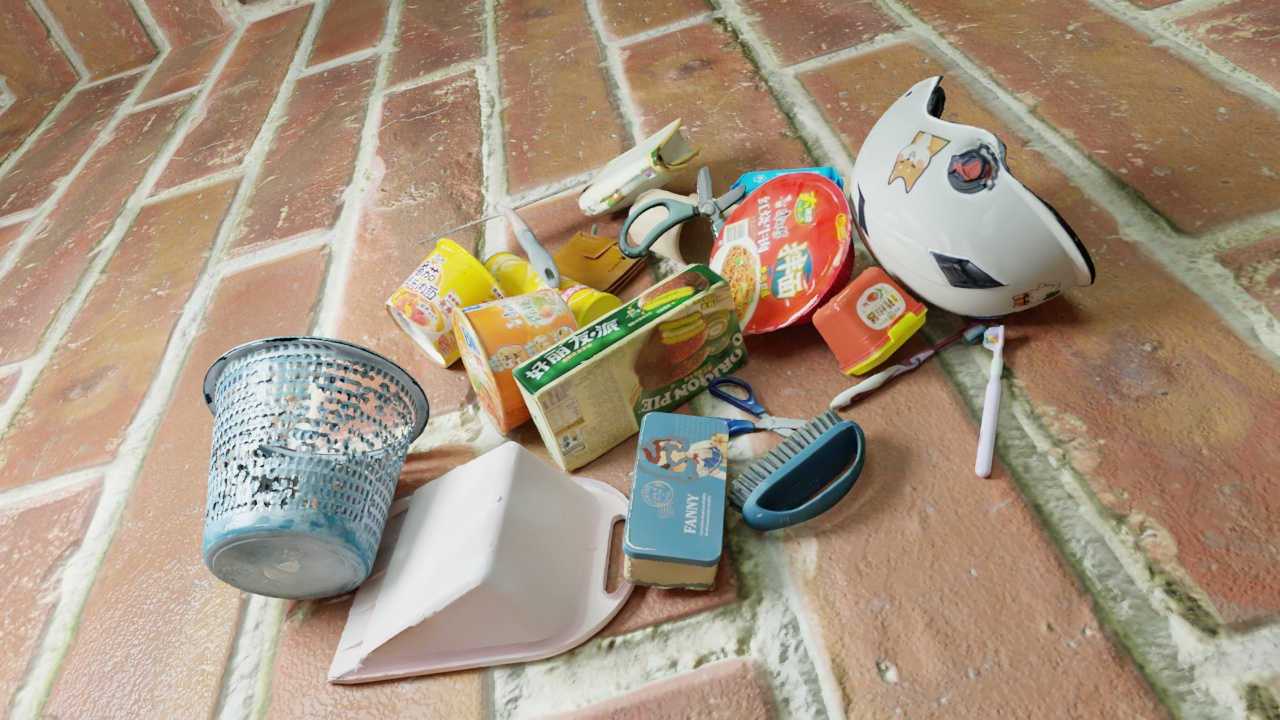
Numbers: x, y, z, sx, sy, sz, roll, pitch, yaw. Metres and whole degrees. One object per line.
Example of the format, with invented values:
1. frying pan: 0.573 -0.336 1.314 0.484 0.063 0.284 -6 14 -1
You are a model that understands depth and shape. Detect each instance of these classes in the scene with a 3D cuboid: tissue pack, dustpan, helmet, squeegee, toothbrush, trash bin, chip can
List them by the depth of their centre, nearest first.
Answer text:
1. toothbrush: 0.330 0.036 0.866 0.021 0.029 0.188 28 49 -4
2. dustpan: -0.140 0.202 0.871 0.274 0.139 0.222 -32 32 31
3. trash bin: -0.331 0.119 0.907 0.227 0.227 0.194 -11 52 10
4. toothbrush: 0.272 0.007 0.927 0.187 0.016 0.017 -27 49 -11
5. helmet: 0.313 -0.142 0.943 0.157 0.230 0.273 -36 57 15
6. tissue pack: 0.185 -0.185 1.129 0.140 0.090 0.063 2 44 25
7. chip can: -0.114 -0.075 1.139 0.071 0.072 0.213 -41 43 -25
8. squeegee: -0.147 -0.158 1.167 0.247 0.040 0.249 -22 37 -11

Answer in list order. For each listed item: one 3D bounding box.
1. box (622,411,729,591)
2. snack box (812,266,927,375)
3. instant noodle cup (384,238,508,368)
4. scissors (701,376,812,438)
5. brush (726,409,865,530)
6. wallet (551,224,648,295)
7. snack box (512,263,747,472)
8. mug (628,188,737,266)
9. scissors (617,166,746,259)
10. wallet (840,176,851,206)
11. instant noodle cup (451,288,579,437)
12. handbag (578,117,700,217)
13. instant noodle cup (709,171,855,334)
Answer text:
1. box: 0.033 0.129 0.830 0.090 0.059 0.183 4 40 2
2. snack box: 0.230 -0.041 0.937 0.091 0.082 0.080 -39 86 -24
3. instant noodle cup: -0.240 -0.065 1.136 0.138 0.138 0.109 27 65 42
4. scissors: 0.117 0.064 0.926 0.157 0.012 0.165 -24 40 -9
5. brush: 0.151 0.105 0.829 0.143 0.055 0.073 -35 44 -19
6. wallet: -0.063 -0.126 1.211 0.131 0.035 0.118 21 60 39
7. snack box: -0.006 0.006 0.962 0.239 0.114 0.063 -32 39 -15
8. mug: 0.061 -0.180 1.185 0.124 0.084 0.103 -31 38 -28
9. scissors: 0.054 -0.146 1.098 0.180 0.170 0.019 -7 -5 1
10. wallet: 0.221 -0.212 1.203 0.115 0.024 0.087 0 48 24
11. instant noodle cup: -0.128 -0.005 1.010 0.111 0.151 0.151 -22 38 -17
12. handbag: -0.013 -0.241 1.251 0.164 0.063 0.178 -23 22 43
13. instant noodle cup: 0.166 -0.110 1.022 0.194 0.065 0.193 -22 56 38
